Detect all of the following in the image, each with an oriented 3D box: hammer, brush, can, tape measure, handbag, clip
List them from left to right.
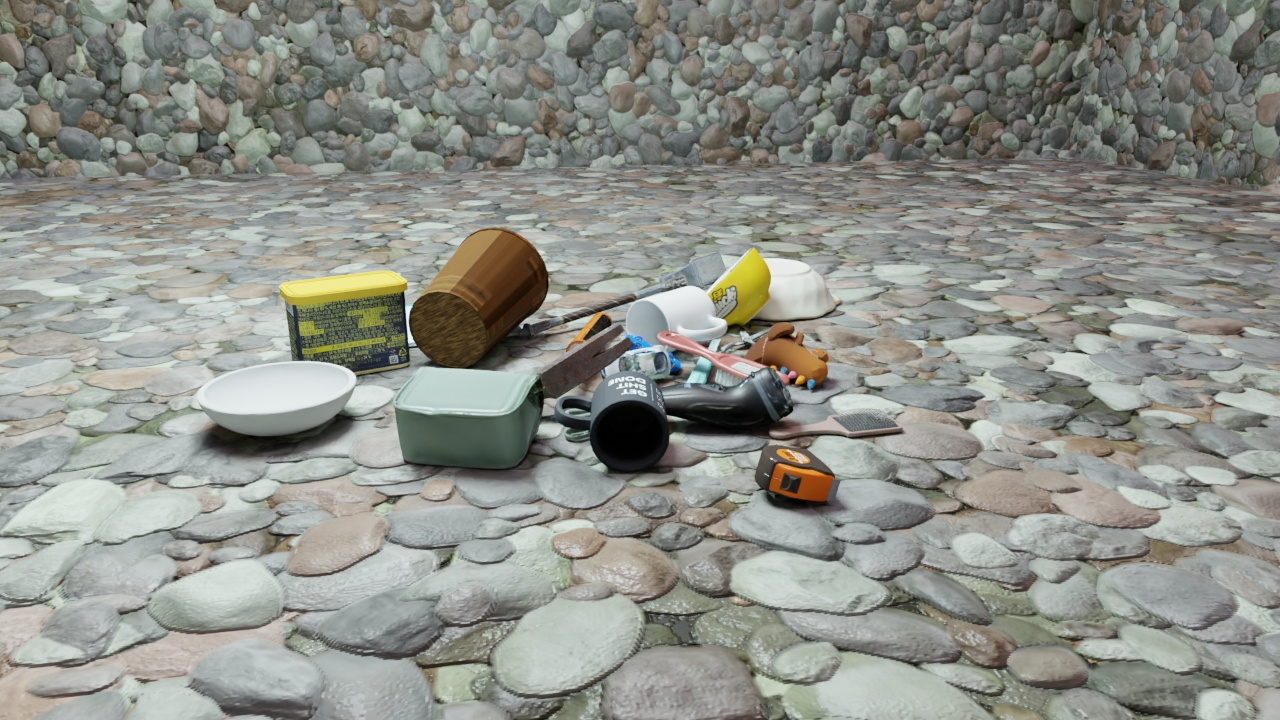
[{"bbox_3d":[-0.343,-0.041,1.076,0.135,0.104,0.075,-11,22,-30],"label":"can"},{"bbox_3d":[-0.160,0.051,0.867,0.122,0.067,0.106,2,28,7],"label":"handbag"},{"bbox_3d":[-0.058,-0.021,1.070,0.138,0.035,0.314,-31,8,12],"label":"hammer"},{"bbox_3d":[-0.040,0.059,0.908,0.075,0.042,0.023,-8,19,-26],"label":"clip"},{"bbox_3d":[-0.029,-0.082,1.279,0.321,0.044,0.099,-20,0,-32],"label":"hammer"},{"bbox_3d":[0.088,0.007,1.028,0.172,0.030,0.040,24,30,33],"label":"brush"},{"bbox_3d":[0.128,0.100,0.782,0.058,0.038,0.058,8,16,-22],"label":"tape measure"},{"bbox_3d":[0.193,0.063,0.918,0.135,0.015,0.050,-5,19,-14],"label":"brush"}]

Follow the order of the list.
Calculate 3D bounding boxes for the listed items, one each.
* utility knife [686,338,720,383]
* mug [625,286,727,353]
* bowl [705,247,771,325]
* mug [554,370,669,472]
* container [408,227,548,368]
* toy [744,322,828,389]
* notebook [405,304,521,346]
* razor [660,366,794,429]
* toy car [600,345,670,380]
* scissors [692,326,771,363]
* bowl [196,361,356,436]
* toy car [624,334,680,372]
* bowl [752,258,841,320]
[{"bbox_3d":[0.076,0.002,1.077,0.022,0.015,0.165,4,25,14],"label":"utility knife"},{"bbox_3d":[0.053,-0.045,1.141,0.111,0.074,0.090,17,25,39],"label":"mug"},{"bbox_3d":[0.134,-0.090,1.249,0.067,0.117,0.117,45,24,-3],"label":"bowl"},{"bbox_3d":[-0.027,0.053,0.848,0.105,0.071,0.077,9,18,-5],"label":"mug"},{"bbox_3d":[-0.204,-0.074,1.140,0.132,0.132,0.166,5,29,14],"label":"container"},{"bbox_3d":[0.161,0.011,1.045,0.090,0.071,0.102,30,56,33],"label":"toy"},{"bbox_3d":[-0.303,-0.050,1.251,0.253,0.009,0.181,-7,21,-20],"label":"notebook"},{"bbox_3d":[0.082,0.036,0.919,0.140,0.064,0.053,2,18,2],"label":"razor"},{"bbox_3d":[-0.003,0.007,1.034,0.089,0.038,0.027,-13,1,-33],"label":"toy car"},{"bbox_3d":[0.122,-0.022,1.170,0.158,0.014,0.141,-12,15,-18],"label":"scissors"},{"bbox_3d":[-0.362,0.044,0.923,0.149,0.043,0.149,0,19,0],"label":"bowl"},{"bbox_3d":[-0.006,0.006,1.089,0.092,0.062,0.033,30,17,-5],"label":"toy car"},{"bbox_3d":[0.195,-0.112,1.361,0.219,0.060,0.188,-5,20,-17],"label":"bowl"}]
